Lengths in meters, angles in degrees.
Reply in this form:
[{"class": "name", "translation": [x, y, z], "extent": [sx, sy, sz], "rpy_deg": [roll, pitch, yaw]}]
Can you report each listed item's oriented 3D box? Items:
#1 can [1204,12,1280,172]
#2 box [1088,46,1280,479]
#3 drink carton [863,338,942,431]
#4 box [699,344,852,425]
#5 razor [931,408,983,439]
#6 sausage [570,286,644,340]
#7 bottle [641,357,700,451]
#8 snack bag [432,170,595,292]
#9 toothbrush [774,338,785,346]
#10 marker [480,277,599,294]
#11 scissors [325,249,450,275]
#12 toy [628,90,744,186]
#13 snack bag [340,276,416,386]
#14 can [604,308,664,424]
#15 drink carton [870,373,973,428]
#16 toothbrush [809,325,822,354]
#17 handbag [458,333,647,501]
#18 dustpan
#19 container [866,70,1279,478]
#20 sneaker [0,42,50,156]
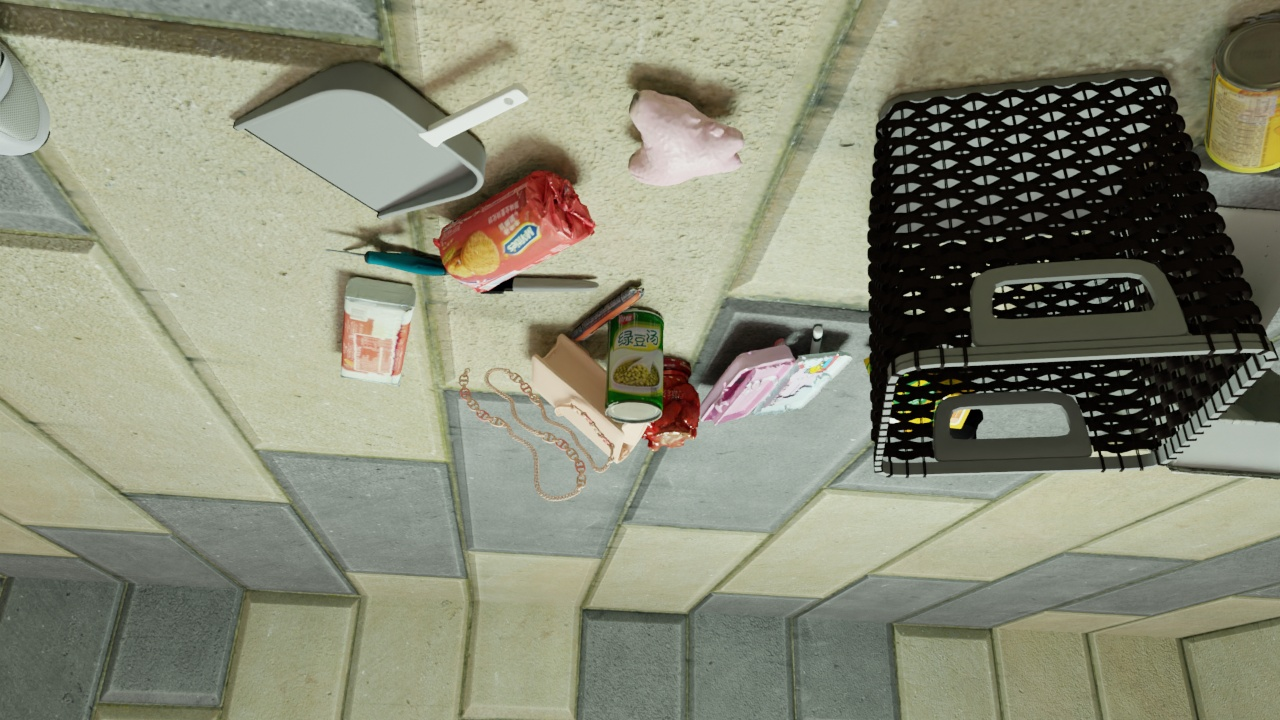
[{"class": "can", "translation": [0.455, -0.193, 0.673], "extent": [0.068, 0.067, 0.105], "rpy_deg": [-10, 152, 24]}, {"class": "box", "translation": [0.559, -0.096, 0.918], "extent": [0.167, 0.445, 0.165], "rpy_deg": [4, 165, -4]}, {"class": "drink carton", "translation": [0.333, 0.037, 1.138], "extent": [0.058, 0.041, 0.122], "rpy_deg": [-29, 123, 18]}, {"class": "box", "translation": [0.166, 0.030, 1.174], "extent": [0.153, 0.041, 0.202], "rpy_deg": [-10, 160, -16]}, {"class": "razor", "translation": [0.404, 0.074, 1.271], "extent": [0.156, 0.057, 0.060], "rpy_deg": [16, -177, -29]}, {"class": "sausage", "translation": [-0.041, -0.053, 1.060], "extent": [0.020, 0.020, 0.156], "rpy_deg": [16, 151, -29]}, {"class": "bottle", "translation": [0.026, 0.057, 1.182], "extent": [0.099, 0.111, 0.099], "rpy_deg": [1, 156, 0]}, {"class": "snack bag", "translation": [-0.117, -0.121, 0.860], "extent": [0.177, 0.082, 0.082], "rpy_deg": [-20, 147, 39]}, {"class": "toothbrush", "translation": [0.159, 0.006, 1.177], "extent": [0.021, 0.016, 0.135], "rpy_deg": [6, 154, -11]}, {"class": "marker", "translation": [-0.115, -0.080, 1.003], "extent": [0.138, 0.022, 0.016], "rpy_deg": [1, 141, 3]}, {"class": "scissors", "translation": [-0.238, -0.102, 0.951], "extent": [0.148, 0.019, 0.118], "rpy_deg": [12, -173, 29]}, {"class": "toy", "translation": [0.037, -0.177, 0.749], "extent": [0.096, 0.052, 0.099], "rpy_deg": [8, 151, 4]}, {"class": "snack bag", "translation": [-0.319, -0.030, 1.107], "extent": [0.077, 0.041, 0.226], "rpy_deg": [10, 155, -15]}, {"class": "can", "translation": [-0.006, 0.006, 1.064], "extent": [0.067, 0.120, 0.067], "rpy_deg": [1, 155, 0]}, {"class": "drink carton", "translation": [0.367, 0.050, 1.205], "extent": [0.122, 0.040, 0.059], "rpy_deg": [5, 129, -7]}, {"class": "toothbrush", "translation": [0.223, 0.002, 1.170], "extent": [0.017, 0.012, 0.187], "rpy_deg": [-13, 154, 0]}, {"class": "handbag", "translation": [-0.111, 0.076, 1.117], "extent": [0.199, 0.186, 0.117], "rpy_deg": [41, 151, 12]}, {"class": "dustpan", "translation": [-0.194, -0.187, 0.766], "extent": [0.258, 0.033, 0.163], "rpy_deg": [-15, 150, 31]}, {"class": "container", "translation": [0.313, -0.060, 0.757], "extent": [0.247, 0.243, 0.246], "rpy_deg": [-3, 155, 10]}, {"class": "sneaker", "translation": [-0.485, -0.233, 0.622], "extent": [0.124, 0.088, 0.240], "rpy_deg": [-6, 151, 23]}]
